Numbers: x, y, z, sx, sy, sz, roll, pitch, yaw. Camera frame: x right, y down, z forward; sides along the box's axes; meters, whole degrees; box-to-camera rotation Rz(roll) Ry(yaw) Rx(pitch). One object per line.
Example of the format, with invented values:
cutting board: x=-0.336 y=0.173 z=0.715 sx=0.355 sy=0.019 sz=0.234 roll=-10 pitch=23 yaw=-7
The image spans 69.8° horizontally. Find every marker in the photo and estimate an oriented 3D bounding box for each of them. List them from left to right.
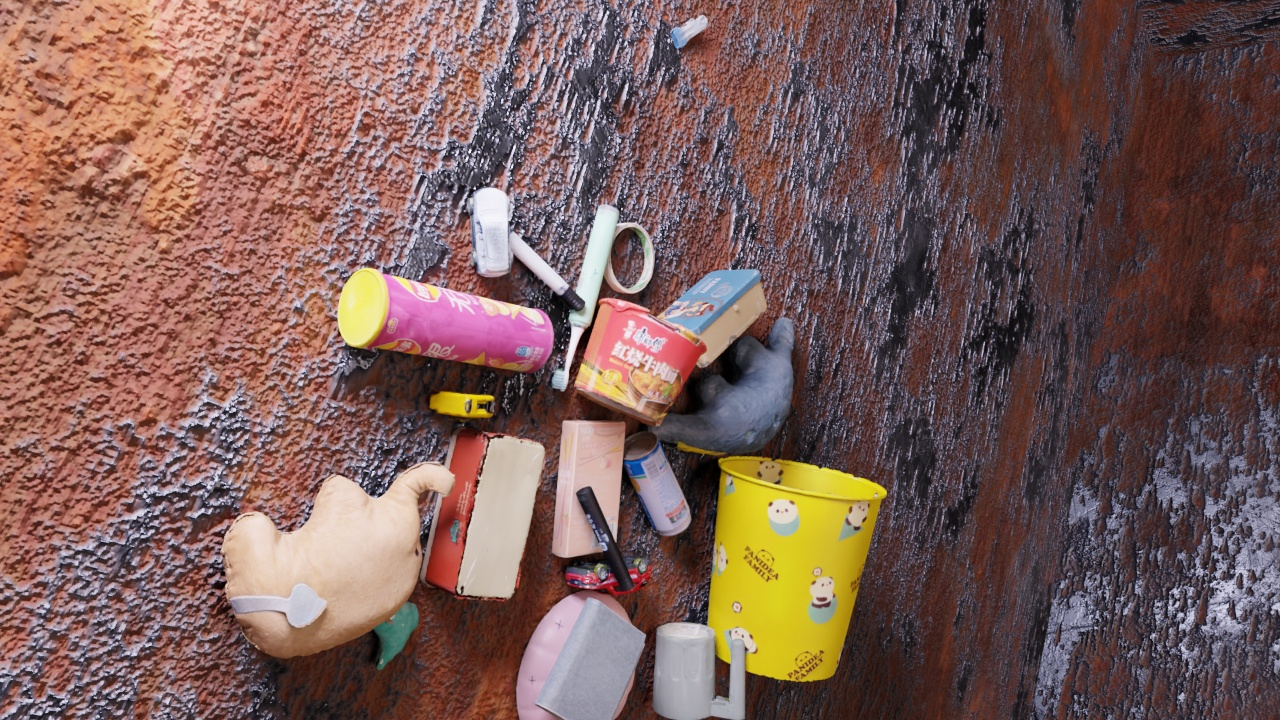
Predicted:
marker: x=-0.107 y=-0.097 z=1.000 sx=0.130 sy=0.023 sz=0.018 roll=43 pitch=35 yaw=-33
marker: x=-0.039 y=0.205 z=1.055 sx=0.132 sy=0.020 sz=0.022 roll=66 pitch=24 yaw=-12

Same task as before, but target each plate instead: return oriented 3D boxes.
plate: x=-0.064 y=0.373 z=1.092 sx=0.192 sy=0.039 sz=0.192 roll=-6 pitch=98 yaw=-49

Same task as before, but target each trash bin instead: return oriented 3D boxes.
trash bin: x=0.200 y=0.279 z=1.260 sx=0.229 sy=0.230 sz=0.255 roll=4 pitch=97 yaw=-49

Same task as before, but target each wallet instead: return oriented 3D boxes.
wallet: x=-0.053 y=0.352 z=1.044 sx=0.106 sy=0.037 sz=0.129 roll=44 pitch=60 yaw=-29

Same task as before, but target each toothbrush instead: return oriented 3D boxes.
toothbrush: x=-0.063 y=-0.072 z=1.057 sx=0.027 sy=0.026 sz=0.224 roll=18 pitch=80 yaw=-20

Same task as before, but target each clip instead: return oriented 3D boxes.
clip: x=0.062 y=-0.420 z=1.170 sx=0.056 sy=0.029 sz=0.024 roll=-43 pitch=123 yaw=-29

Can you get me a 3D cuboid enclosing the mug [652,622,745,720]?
mug: x=0.077 y=0.406 z=1.197 sx=0.083 sy=0.124 sz=0.103 roll=-2 pitch=93 yaw=-70

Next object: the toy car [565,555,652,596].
toy car: x=-0.037 y=0.258 z=1.101 sx=0.120 sy=0.053 sz=0.045 roll=8 pitch=83 yaw=-47

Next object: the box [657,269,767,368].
box: x=0.092 y=-0.059 z=1.191 sx=0.183 sy=0.090 sz=0.059 roll=-45 pitch=124 yaw=-40

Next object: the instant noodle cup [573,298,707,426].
instant noodle cup: x=-0.006 y=0.006 z=1.059 sx=0.138 sy=0.138 sz=0.108 roll=32 pitch=78 yaw=-46

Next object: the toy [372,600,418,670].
toy: x=-0.242 y=0.235 z=0.881 sx=0.096 sy=0.030 sz=0.092 roll=-54 pitch=133 yaw=-34

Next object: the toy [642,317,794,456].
toy: x=0.142 y=0.051 z=1.269 sx=0.138 sy=0.092 sz=0.355 roll=54 pitch=49 yaw=-3

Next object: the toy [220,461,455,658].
toy: x=-0.255 y=0.172 z=0.818 sx=0.225 sy=0.083 sz=0.143 roll=-24 pitch=101 yaw=-46

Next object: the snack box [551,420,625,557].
snack box: x=-0.060 y=0.149 z=1.083 sx=0.084 sy=0.026 sz=0.157 roll=4 pitch=91 yaw=-49

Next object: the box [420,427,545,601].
box: x=-0.153 y=0.158 z=0.939 sx=0.091 sy=0.077 sz=0.168 roll=19 pitch=80 yaw=-48

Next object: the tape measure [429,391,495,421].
tape measure: x=-0.175 y=0.047 z=0.916 sx=0.057 sy=0.060 sz=0.029 roll=6 pitch=89 yaw=-54

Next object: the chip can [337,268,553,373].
chip can: x=-0.181 y=-0.034 z=0.890 sx=0.210 sy=0.071 sz=0.071 roll=11 pitch=85 yaw=-49

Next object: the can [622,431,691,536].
can: x=0.020 y=0.157 z=1.154 sx=0.053 sy=0.053 sz=0.135 roll=-47 pitch=126 yaw=-36

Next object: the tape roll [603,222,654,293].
tape roll: x=-0.015 y=-0.125 z=1.116 sx=0.085 sy=0.014 sz=0.086 roll=-6 pitch=98 yaw=-48

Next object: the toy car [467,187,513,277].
toy car: x=-0.151 y=-0.130 z=0.935 sx=0.043 sy=0.034 sz=0.090 roll=-4 pitch=97 yaw=-20
